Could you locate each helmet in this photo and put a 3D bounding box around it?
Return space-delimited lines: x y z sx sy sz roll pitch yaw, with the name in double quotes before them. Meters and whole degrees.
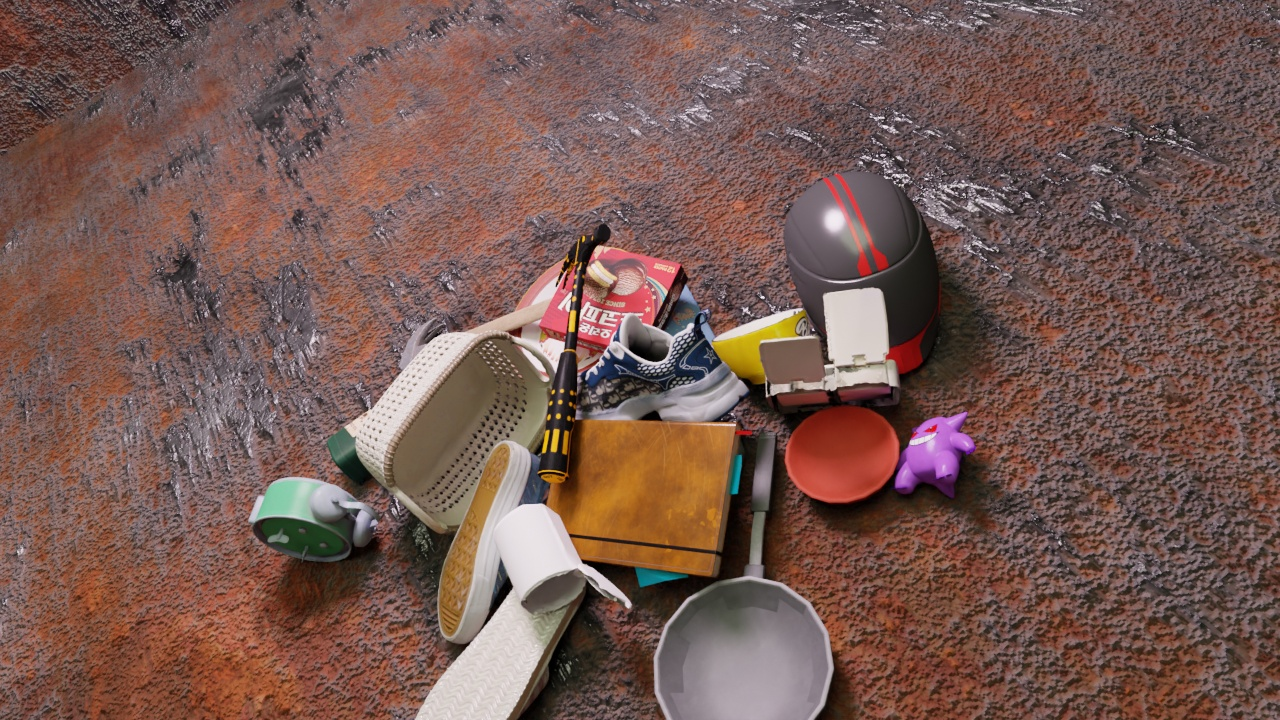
"helmet" 0.257 -0.125 1.078 0.164 0.170 0.264 -20 48 9

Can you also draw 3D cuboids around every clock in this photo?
"clock" -0.401 0.202 1.149 0.162 0.122 0.075 -10 50 22

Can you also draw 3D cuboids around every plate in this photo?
"plate" -0.083 -0.056 1.261 0.230 0.021 0.229 -17 53 23

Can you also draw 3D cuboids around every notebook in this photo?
"notebook" -0.001 0.152 1.003 0.250 0.014 0.178 -1 70 35

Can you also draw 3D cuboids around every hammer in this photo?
"hammer" -0.203 -0.048 1.295 0.332 0.031 0.119 -20 47 20
"hammer" -0.087 -0.007 1.102 0.124 0.036 0.320 -33 46 55

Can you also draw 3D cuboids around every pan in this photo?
"pan" 0.118 0.231 0.948 0.179 0.041 0.356 -4 53 22

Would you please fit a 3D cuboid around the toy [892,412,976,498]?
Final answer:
"toy" 0.309 0.097 0.957 0.106 0.056 0.087 -28 42 51

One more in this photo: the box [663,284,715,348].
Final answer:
"box" 0.056 -0.041 1.185 0.066 0.049 0.209 -24 48 1

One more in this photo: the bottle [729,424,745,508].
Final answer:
"bottle" 0.097 0.121 1.046 0.036 0.036 0.109 4 56 27

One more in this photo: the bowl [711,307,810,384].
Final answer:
"bowl" 0.150 -0.012 1.093 0.117 0.067 0.117 -20 5 2

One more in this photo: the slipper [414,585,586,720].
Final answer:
"slipper" -0.147 0.329 0.986 0.115 0.052 0.262 9 48 34

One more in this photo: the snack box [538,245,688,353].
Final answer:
"snack box" -0.035 -0.076 1.193 0.152 0.036 0.132 16 71 27

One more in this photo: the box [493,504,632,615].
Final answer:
"box" -0.085 0.220 0.971 0.112 0.084 0.162 -32 52 3

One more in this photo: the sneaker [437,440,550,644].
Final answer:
"sneaker" -0.166 0.215 1.073 0.088 0.079 0.235 -1 68 54

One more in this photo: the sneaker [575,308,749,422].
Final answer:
"sneaker" -0.006 0.006 1.080 0.270 0.132 0.103 -6 23 41

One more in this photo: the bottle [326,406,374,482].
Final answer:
"bottle" -0.353 0.101 1.249 0.131 0.061 0.061 -36 46 -5

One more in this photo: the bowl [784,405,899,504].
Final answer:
"bowl" 0.221 0.109 1.000 0.122 0.035 0.121 -13 50 15

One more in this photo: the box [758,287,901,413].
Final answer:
"box" 0.206 -0.004 0.997 0.145 0.186 0.095 -5 53 13

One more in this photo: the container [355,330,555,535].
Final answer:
"container" -0.229 0.080 1.139 0.143 0.184 0.245 13 59 44
